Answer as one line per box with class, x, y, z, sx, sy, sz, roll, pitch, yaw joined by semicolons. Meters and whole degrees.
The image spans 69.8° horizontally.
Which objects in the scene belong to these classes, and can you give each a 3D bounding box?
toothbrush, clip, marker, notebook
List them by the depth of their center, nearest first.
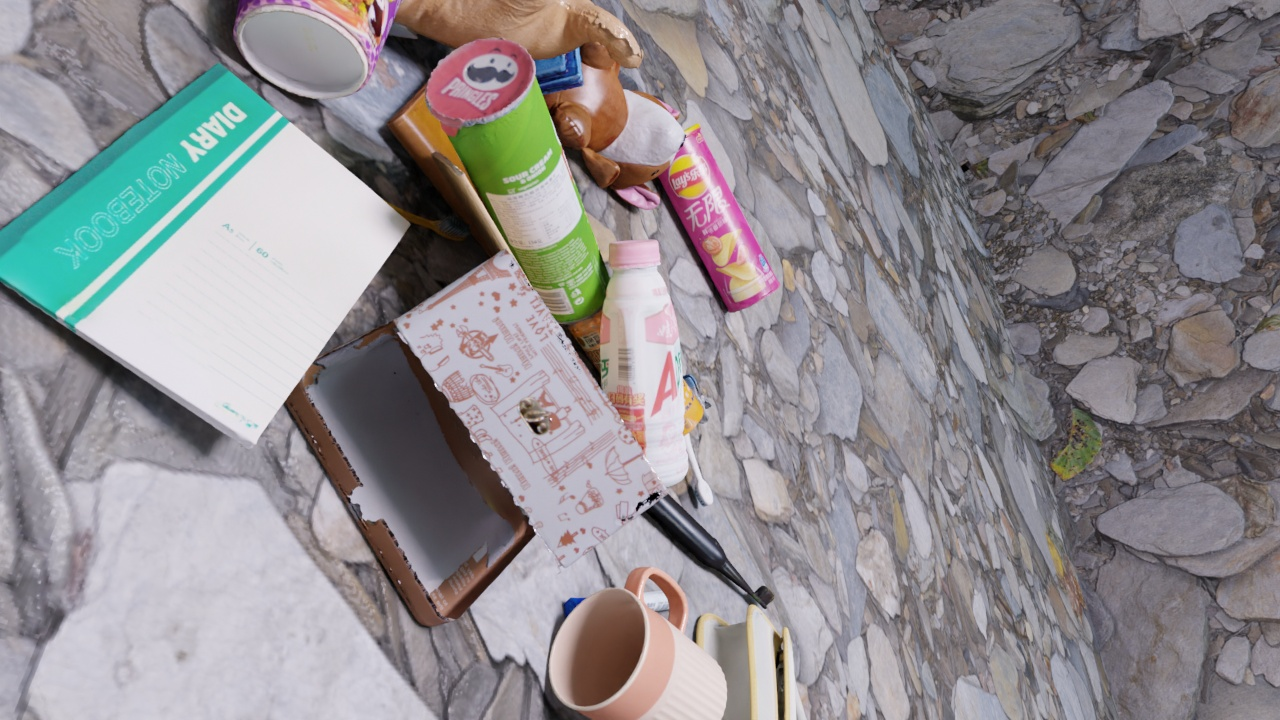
notebook;-0.227;-0.068;0.510;0.150;0.012;0.208;41;38;-21
toothbrush;-0.185;-0.111;0.630;0.191;0.018;0.016;15;55;-55
notebook;-0.084;-0.050;0.655;0.208;0.008;0.148;61;-7;-25
marker;-0.008;0.189;0.712;0.145;0.017;0.017;16;57;-54
toothbrush;0.062;0.171;0.829;0.212;0.027;0.026;46;-3;-33
toothbrush;0.028;0.032;0.872;0.026;0.026;0.221;-15;81;-23
clip;0.052;0.038;0.914;0.057;0.024;0.028;56;34;-31

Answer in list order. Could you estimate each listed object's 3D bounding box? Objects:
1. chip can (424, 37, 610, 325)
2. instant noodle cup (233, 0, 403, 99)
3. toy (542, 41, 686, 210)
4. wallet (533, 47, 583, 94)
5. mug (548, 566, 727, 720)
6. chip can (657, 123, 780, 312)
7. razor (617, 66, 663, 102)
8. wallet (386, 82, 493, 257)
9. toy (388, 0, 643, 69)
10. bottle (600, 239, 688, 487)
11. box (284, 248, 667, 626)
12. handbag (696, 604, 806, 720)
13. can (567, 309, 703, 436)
chip can;-0.079;-0.116;0.664;0.236;0.072;0.072;70;14;-58
instant noodle cup;-0.208;-0.234;0.597;0.111;0.112;0.099;32;52;-46
toy;-0.019;-0.232;0.892;0.199;0.130;0.140;30;80;-60
wallet;-0.106;-0.287;0.807;0.040;0.106;0.133;67;13;-64
mug;0.004;0.207;0.646;0.106;0.082;0.114;45;47;-36
chip can;0.084;-0.162;1.058;0.210;0.072;0.071;61;30;-11
razor;-0.047;-0.308;0.976;0.167;0.062;0.067;42;7;-27
wallet;-0.133;-0.165;0.738;0.131;0.035;0.118;53;32;-26
toy;-0.108;-0.274;0.709;0.226;0.143;0.082;12;96;-15
bottle;0.000;0.002;0.741;0.068;0.068;0.197;-23;112;-61
box;-0.112;0.049;0.570;0.182;0.168;0.151;57;-12;-8
handbag;0.116;0.314;0.789;0.178;0.063;0.163;45;37;-39
can;-0.005;0.005;0.805;0.146;0.058;0.058;55;31;-20
